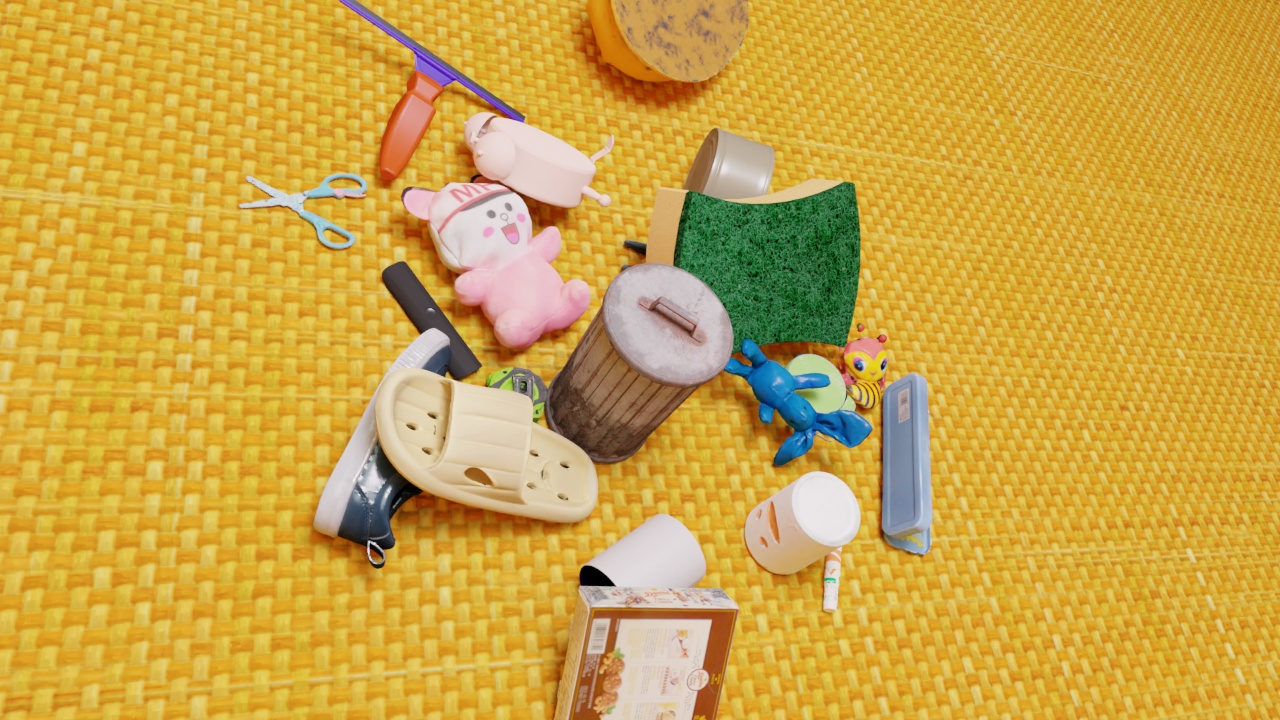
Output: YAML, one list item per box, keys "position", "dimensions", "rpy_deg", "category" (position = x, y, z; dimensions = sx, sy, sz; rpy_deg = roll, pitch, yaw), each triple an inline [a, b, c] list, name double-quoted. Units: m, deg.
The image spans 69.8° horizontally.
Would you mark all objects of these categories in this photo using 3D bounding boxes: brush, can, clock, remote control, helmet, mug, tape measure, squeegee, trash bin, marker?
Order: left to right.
- position: [-0.264, -0.279, 1.056]
  dimensions: [0.249, 0.055, 0.184]
  rpy_deg: [30, 53, -27]
  category: "squeegee"
- position: [-0.221, -0.043, 0.969]
  dimensions: [0.033, 0.015, 0.147]
  rpy_deg: [-32, 79, -33]
  category: "remote control"
- position: [-0.129, 0.036, 0.954]
  dimensions: [0.065, 0.036, 0.058]
  rpy_deg: [-1, 62, -23]
  category: "tape measure"
- position: [-0.117, -0.237, 1.050]
  dimensions: [0.160, 0.086, 0.131]
  rpy_deg: [10, 26, -24]
  category: "clock"
- position: [-0.005, 0.005, 0.914]
  dimensions: [0.130, 0.212, 0.130]
  rpy_deg: [12, 57, -19]
  category: "trash bin"
- position: [0.008, 0.222, 0.895]
  dimensions: [0.096, 0.079, 0.112]
  rpy_deg: [-29, 106, -33]
  category: "mug"
- position: [0.015, -0.464, 1.231]
  dimensions: [0.254, 0.132, 0.205]
  rpy_deg: [-33, 110, -39]
  category: "helmet"
- position: [0.105, -0.217, 1.140]
  dimensions: [0.073, 0.128, 0.127]
  rpy_deg: [18, 57, -12]
  category: "can"
- position: [0.132, -0.103, 1.054]
  dimensions: [0.249, 0.075, 0.195]
  rpy_deg: [-9, 108, -27]
  category: "brush"
- position: [0.169, 0.172, 0.967]
  dimensions: [0.082, 0.106, 0.082]
  rpy_deg: [10, 59, -18]
  category: "mug"
- position: [0.203, 0.042, 1.092]
  dimensions: [0.094, 0.043, 0.119]
  rpy_deg: [-20, 73, -30]
  category: "clock"
- position: [0.216, 0.208, 1.022]
  dimensions: [0.017, 0.017, 0.145]
  rpy_deg: [20, 57, -12]
  category: "marker"

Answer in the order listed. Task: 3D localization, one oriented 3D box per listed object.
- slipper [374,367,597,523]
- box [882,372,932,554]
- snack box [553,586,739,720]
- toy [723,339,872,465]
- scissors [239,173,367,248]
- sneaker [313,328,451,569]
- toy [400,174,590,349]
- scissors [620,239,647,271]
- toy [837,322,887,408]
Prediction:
- position: [-0.121, 0.084, 0.850]
  dimensions: [0.261, 0.079, 0.111]
  rpy_deg: [30, 52, -40]
  category: "slipper"
- position: [0.332, 0.123, 1.095]
  dimensions: [0.079, 0.073, 0.209]
  rpy_deg: [28, 53, -24]
  category: "box"
- position: [0.005, 0.278, 0.827]
  dimensions: [0.147, 0.041, 0.143]
  rpy_deg: [7, 101, -21]
  category: "snack box"
- position: [0.157, 0.049, 1.022]
  dimensions: [0.176, 0.113, 0.071]
  rpy_deg: [43, 13, -7]
  category: "toy"
- position: [-0.354, -0.158, 0.979]
  dimensions: [0.138, 0.015, 0.119]
  rpy_deg: [-16, 69, -23]
  category: "scissors"
- position: [-0.219, 0.076, 0.863]
  dimensions: [0.087, 0.089, 0.235]
  rpy_deg: [25, 62, -5]
  category: "sneaker"
- position: [-0.156, -0.113, 0.995]
  dimensions: [0.141, 0.084, 0.213]
  rpy_deg: [-30, 80, -36]
  category: "toy"
- position: [0.042, -0.113, 1.121]
  dimensions: [0.130, 0.019, 0.149]
  rpy_deg: [-30, 77, -32]
  category: "scissors"
- position: [0.278, 0.011, 1.140]
  dimensions: [0.084, 0.046, 0.103]
  rpy_deg: [27, 63, -35]
  category: "toy"
